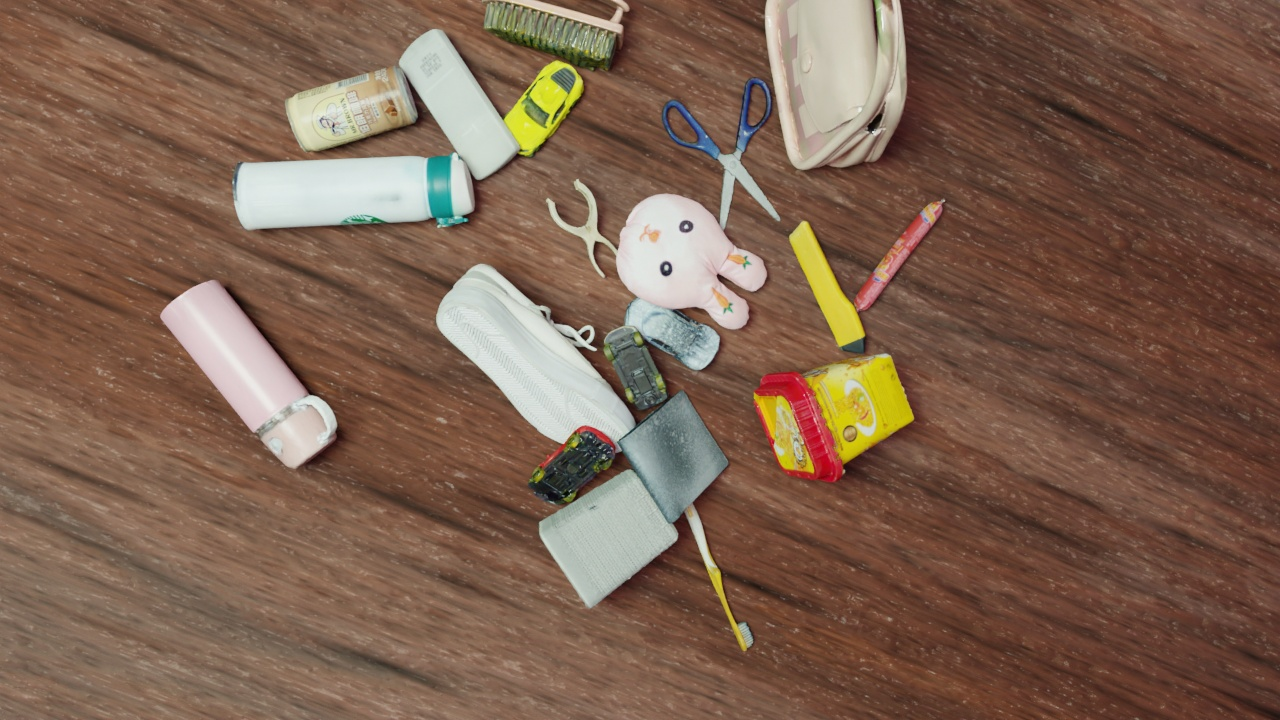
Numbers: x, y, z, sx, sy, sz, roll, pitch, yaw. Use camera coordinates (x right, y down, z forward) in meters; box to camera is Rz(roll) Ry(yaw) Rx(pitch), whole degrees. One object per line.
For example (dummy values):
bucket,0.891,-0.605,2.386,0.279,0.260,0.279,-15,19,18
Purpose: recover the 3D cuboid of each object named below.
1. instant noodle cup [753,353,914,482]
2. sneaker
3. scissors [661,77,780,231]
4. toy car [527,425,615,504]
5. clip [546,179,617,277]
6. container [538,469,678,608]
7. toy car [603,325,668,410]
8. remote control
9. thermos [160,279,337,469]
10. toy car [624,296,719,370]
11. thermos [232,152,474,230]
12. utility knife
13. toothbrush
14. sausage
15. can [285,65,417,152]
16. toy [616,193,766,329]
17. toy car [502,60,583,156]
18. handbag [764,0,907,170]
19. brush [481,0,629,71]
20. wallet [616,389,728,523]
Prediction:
instant noodle cup,0.198,0.051,0.934,0.123,0.116,0.116,-22,93,-14
sneaker,-0.096,-0.002,0.930,0.090,0.090,0.242,-32,116,34
scissors,0.092,-0.220,0.963,0.175,0.012,0.162,31,90,-6
toy car,-0.072,0.108,0.938,0.049,0.031,0.106,36,119,-17
clip,-0.068,-0.131,0.946,0.084,0.035,0.104,-16,101,-6
container,-0.031,0.175,0.930,0.114,0.090,0.090,-34,94,-6
toy car,-0.006,0.005,0.944,0.042,0.035,0.090,-25,107,5
remote control,-0.183,-0.259,0.931,0.058,0.021,0.150,-31,94,25
thermos,-0.379,0.012,0.906,0.087,0.067,0.198,-37,92,34
toy car,0.033,-0.031,0.955,0.105,0.031,0.049,30,88,-2
thermos,-0.279,-0.166,0.913,0.224,0.073,0.073,-3,92,-4
utility knife,0.199,-0.075,0.969,0.033,0.015,0.154,-24,94,29
toothbrush,0.080,0.220,0.974,0.018,0.016,0.191,-23,93,-14
sausage,0.273,-0.112,0.975,0.020,0.020,0.156,38,89,-4
can,-0.286,-0.250,0.913,0.116,0.058,0.058,-18,93,-3
toy,0.053,-0.101,0.941,0.159,0.054,0.121,26,75,-9
toy car,-0.102,-0.258,0.939,0.048,0.032,0.105,39,91,-5
handbag,0.195,-0.290,0.855,0.093,0.234,0.193,-10,92,-5
brush,-0.087,-0.346,0.923,0.145,0.063,0.073,16,95,-2
wallet,0.036,0.095,0.930,0.019,0.120,0.097,-28,96,42
